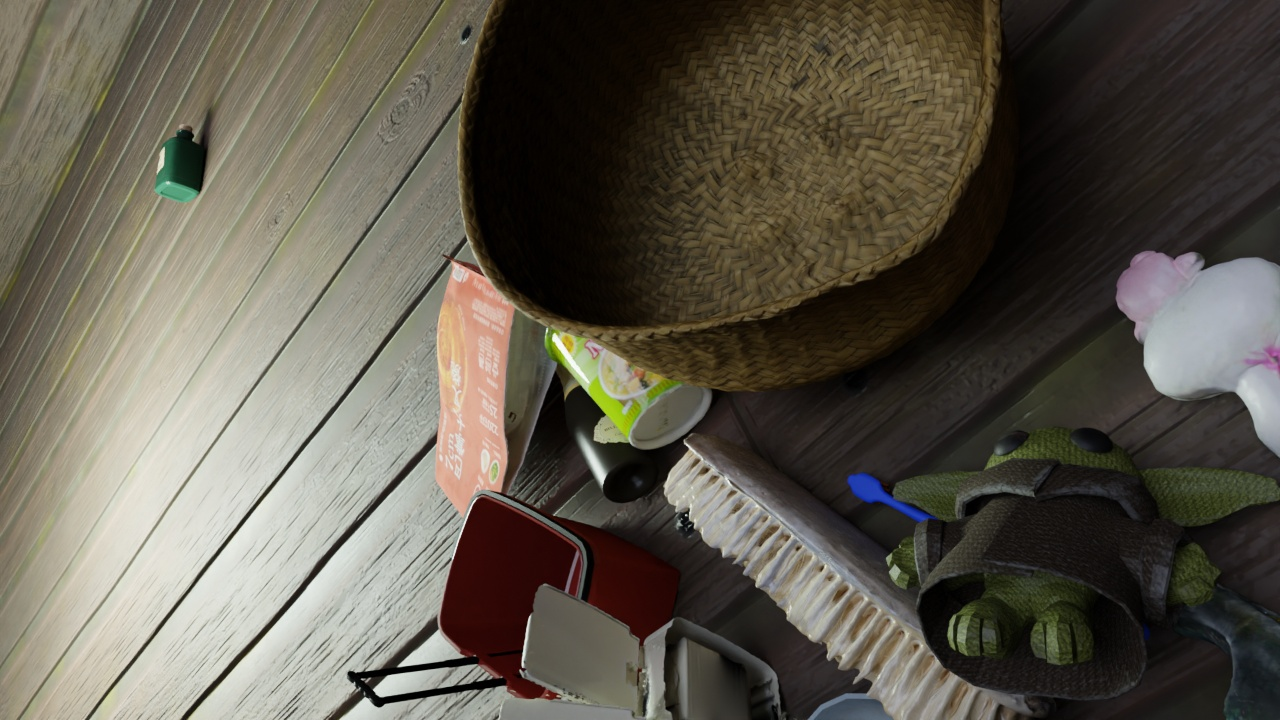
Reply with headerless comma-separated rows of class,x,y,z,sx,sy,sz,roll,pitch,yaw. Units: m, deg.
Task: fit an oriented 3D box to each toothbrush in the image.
toothbrush,0.192,0.105,0.514,0.183,0.018,0.016,28,98,43

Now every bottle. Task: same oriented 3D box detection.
bottle,-0.042,0.038,0.744,0.045,0.045,0.184,-56,39,18
bottle,-0.799,-0.349,1.596,0.061,0.061,0.131,-16,67,39

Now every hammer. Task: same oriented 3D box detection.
hammer,0.224,0.262,0.406,0.319,0.032,0.130,-69,23,11

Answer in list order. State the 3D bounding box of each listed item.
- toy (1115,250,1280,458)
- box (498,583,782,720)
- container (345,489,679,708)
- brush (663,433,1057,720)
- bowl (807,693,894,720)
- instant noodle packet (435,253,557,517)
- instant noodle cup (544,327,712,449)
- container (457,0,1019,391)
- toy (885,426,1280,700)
toy,0.283,-0.012,0.440,0.122,0.038,0.079,49,125,41
box,0.006,0.214,0.524,0.050,0.184,0.143,-43,25,30
container,-0.088,0.165,0.638,0.148,0.200,0.127,16,90,46
brush,0.113,0.127,0.534,0.271,0.083,0.057,37,104,44
bowl,0.137,0.240,0.509,0.107,0.039,0.106,-15,68,41
instant noodle packet,-0.137,0.031,0.800,0.164,0.083,0.221,28,105,56
instant noodle cup,-0.004,0.004,0.686,0.099,0.098,0.108,-51,56,22
container,0.066,-0.137,0.541,0.308,0.196,0.306,-5,78,25
toy,0.190,0.087,0.431,0.180,0.152,0.078,-6,117,36
